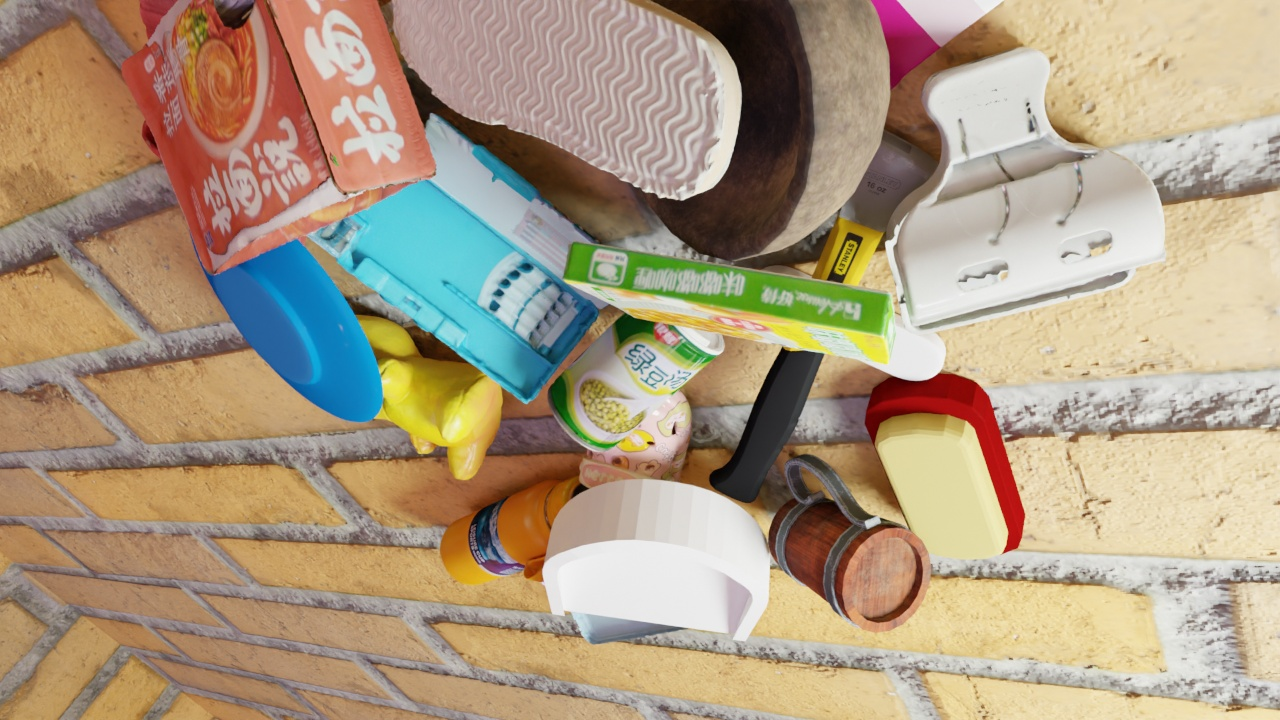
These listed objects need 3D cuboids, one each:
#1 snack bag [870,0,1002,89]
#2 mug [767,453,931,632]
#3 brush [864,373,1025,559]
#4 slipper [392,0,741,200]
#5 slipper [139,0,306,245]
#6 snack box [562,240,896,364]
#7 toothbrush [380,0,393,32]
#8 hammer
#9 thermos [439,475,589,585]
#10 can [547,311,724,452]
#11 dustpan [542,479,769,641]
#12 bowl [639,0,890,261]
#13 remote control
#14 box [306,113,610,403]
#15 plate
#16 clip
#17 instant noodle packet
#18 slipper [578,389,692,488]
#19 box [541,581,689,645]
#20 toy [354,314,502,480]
[{"bbox_3d":[0.160,-0.199,0.409,0.070,0.016,0.197,39,140,-15],"label":"snack bag"},{"bbox_3d":[0.152,0.134,0.707,0.111,0.081,0.117,19,126,65],"label":"mug"},{"bbox_3d":[0.219,0.085,0.659,0.082,0.041,0.173,-4,130,34],"label":"brush"},{"bbox_3d":[-0.047,-0.164,0.484,0.273,0.053,0.115,34,135,37],"label":"slipper"},{"bbox_3d":[-0.329,-0.167,0.704,0.103,0.059,0.249,16,138,15],"label":"slipper"},{"bbox_3d":[0.057,-0.030,0.519,0.168,0.027,0.132,11,177,17],"label":"snack box"},{"bbox_3d":[-0.223,-0.198,0.612,0.187,0.012,0.017,-16,109,25],"label":"toothbrush"},{"bbox_3d":[0.108,-0.008,0.611,0.127,0.029,0.324,22,135,7],"label":"hammer"},{"bbox_3d":[-0.114,0.179,0.925,0.233,0.076,0.091,-28,75,46],"label":"thermos"},{"bbox_3d":[-0.004,0.004,0.652,0.067,0.067,0.121,41,114,-14],"label":"can"},{"bbox_3d":[0.012,0.195,0.790,0.191,0.053,0.258,7,141,2],"label":"dustpan"},{"bbox_3d":[0.056,-0.136,0.455,0.162,0.070,0.162,39,140,43],"label":"bowl"},{"bbox_3d":[0.137,-0.025,0.613,0.136,0.013,0.043,25,141,5],"label":"remote control"},{"bbox_3d":[-0.124,-0.091,0.654,0.227,0.086,0.169,38,123,-11],"label":"box"},{"bbox_3d":[-0.294,-0.035,0.734,0.224,0.024,0.225,28,142,25],"label":"plate"},{"bbox_3d":[0.186,-0.075,0.456,0.127,0.105,0.152,-15,127,11],"label":"clip"},{"bbox_3d":[-0.256,-0.159,0.600,0.221,0.083,0.164,-13,100,38],"label":"instant noodle packet"},{"bbox_3d":[-0.010,0.085,0.768,0.093,0.081,0.198,15,141,15],"label":"slipper"},{"bbox_3d":[-0.030,0.231,0.967,0.215,0.040,0.151,-27,103,45],"label":"box"},{"bbox_3d":[-0.210,0.017,0.806,0.194,0.087,0.135,23,154,20],"label":"toy"}]
